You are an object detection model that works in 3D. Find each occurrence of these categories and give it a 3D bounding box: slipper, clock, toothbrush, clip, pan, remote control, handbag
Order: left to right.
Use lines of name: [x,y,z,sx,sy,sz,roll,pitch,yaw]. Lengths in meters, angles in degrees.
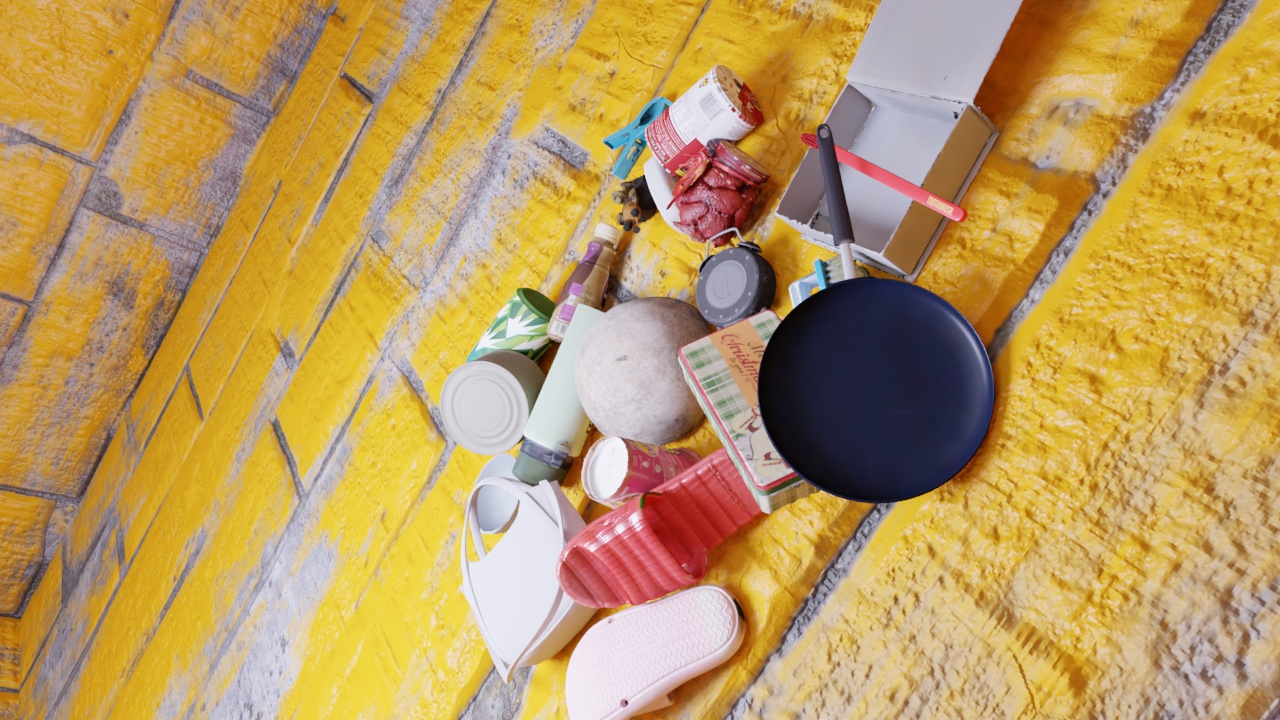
handbag: [-0.152,0.235,1.072,0.216,0.095,0.222,-51,57,16]
clip: [0.000,-0.305,1.255,0.120,0.027,0.102,-42,48,27]
slipper: [0.011,0.297,0.924,0.222,0.055,0.106,-34,48,19]
slipper: [0.026,0.175,0.904,0.249,0.103,0.059,-33,8,11]
remote control: [0.039,-0.205,1.135,0.028,0.060,0.114,-38,51,26]
clock: [0.106,-0.082,1.010,0.091,0.043,0.122,-21,62,37]
pan: [0.193,-0.051,0.819,0.199,0.021,0.356,-10,75,10]
toothbrush: [0.215,-0.172,0.841,0.212,0.017,0.012,45,120,46]

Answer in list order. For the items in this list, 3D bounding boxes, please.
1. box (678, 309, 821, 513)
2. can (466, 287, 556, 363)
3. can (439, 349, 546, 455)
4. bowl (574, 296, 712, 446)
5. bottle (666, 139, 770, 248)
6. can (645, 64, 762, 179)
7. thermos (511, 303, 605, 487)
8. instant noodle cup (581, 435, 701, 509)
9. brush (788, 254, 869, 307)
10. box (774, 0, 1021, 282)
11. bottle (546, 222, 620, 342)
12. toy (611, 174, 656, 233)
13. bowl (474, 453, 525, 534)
box: [0.124,0.043,0.886,0.117,0.051,0.205,-21,45,-5]
can: [-0.174,-0.023,1.263,0.144,0.083,0.083,-51,42,18]
can: [-0.189,0.055,1.198,0.128,0.073,0.128,3,101,15]
bowl: [-0.006,0.006,1.024,0.179,0.081,0.178,-7,74,26]
bottle: [0.083,-0.191,1.051,0.111,0.098,0.099,-55,40,21]
can: [0.077,-0.287,1.113,0.117,0.086,0.086,-34,49,33]
thermos: [-0.086,0.050,1.134,0.082,0.082,0.231,22,88,50]
instant noodle cup: [0.000,0.127,0.976,0.098,0.108,0.097,-23,56,40]
brush: [0.191,-0.031,0.883,0.075,0.055,0.135,-28,52,31]
box: [0.269,-0.274,0.885,0.166,0.098,0.369,35,105,50]
bottle: [-0.069,-0.099,1.202,0.060,0.059,0.166,15,83,50]
toy: [-0.009,-0.196,1.178,0.100,0.062,0.076,-87,22,-50]
bowl: [-0.174,0.178,1.199,0.107,0.039,0.106,-24,55,39]
